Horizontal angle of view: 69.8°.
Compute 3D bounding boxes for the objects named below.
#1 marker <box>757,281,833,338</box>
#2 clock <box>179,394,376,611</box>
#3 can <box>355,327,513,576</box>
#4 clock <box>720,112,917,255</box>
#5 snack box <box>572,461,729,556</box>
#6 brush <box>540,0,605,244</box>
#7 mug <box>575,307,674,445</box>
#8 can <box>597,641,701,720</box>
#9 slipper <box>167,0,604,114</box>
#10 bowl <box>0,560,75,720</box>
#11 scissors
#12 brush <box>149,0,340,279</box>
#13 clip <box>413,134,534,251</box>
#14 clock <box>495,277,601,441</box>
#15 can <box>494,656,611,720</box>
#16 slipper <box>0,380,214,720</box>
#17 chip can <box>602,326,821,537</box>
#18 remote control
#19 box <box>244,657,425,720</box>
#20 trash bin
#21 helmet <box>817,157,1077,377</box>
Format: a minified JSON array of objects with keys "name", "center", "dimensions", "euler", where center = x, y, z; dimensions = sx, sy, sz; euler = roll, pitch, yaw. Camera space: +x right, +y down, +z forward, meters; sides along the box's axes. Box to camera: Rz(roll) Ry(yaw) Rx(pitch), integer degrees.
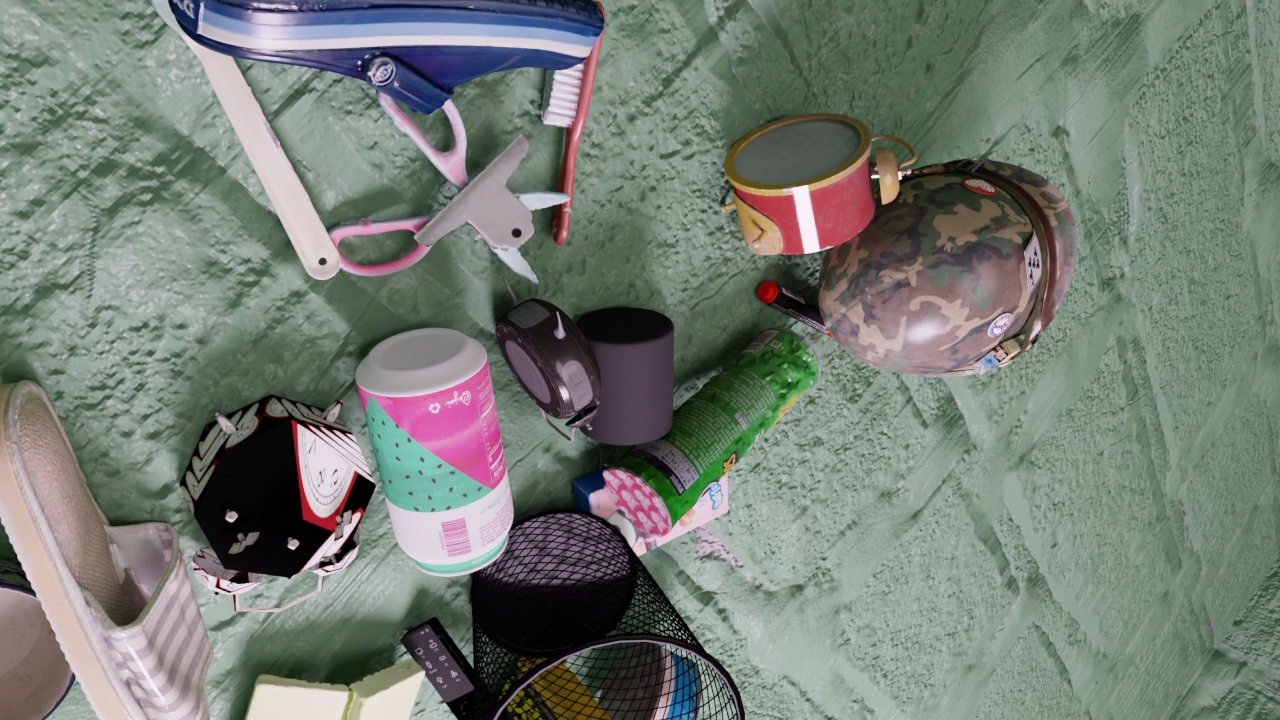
[{"name":"marker","center":[0.163,-0.046,0.885],"dimensions":[0.145,0.021,0.023],"euler":[21,71,-42]},{"name":"clock","center":[-0.238,0.105,0.612],"dimensions":[0.114,0.065,0.155],"euler":[-6,112,-36]},{"name":"can","center":[-0.142,0.065,0.653],"dimensions":[0.088,0.088,0.166],"euler":[-22,122,-29]},{"name":"clock","center":[0.150,-0.145,0.760],"dimensions":[0.159,0.117,0.081],"euler":[-24,128,-4]},{"name":"snack box","center":[0.013,0.124,0.837],"dimensions":[0.153,0.033,0.088],"euler":[-20,120,-30]},{"name":"brush","center":[-0.056,-0.167,0.653],"dimensions":[0.030,0.041,0.172],"euler":[3,111,-21]},{"name":"mug","center":[-0.004,0.004,0.749],"dimensions":[0.113,0.078,0.088],"euler":[-38,134,-54]},{"name":"can","center":[0.002,0.330,0.853],"dimensions":[0.044,0.130,0.130],"euler":[30,90,-14]},{"name":"slipper","center":[-0.142,-0.198,0.536],"dimensions":[0.252,0.105,0.095],"euler":[-14,143,-39]},{"name":"bowl","center":[-0.391,0.163,0.524],"dimensions":[0.115,0.059,0.116],"euler":[-16,119,-32]},{"name":"scissors","center":[-0.128,-0.118,0.615],"dimensions":[0.170,0.014,0.168],"euler":[-11,111,-20]},{"name":"brush","center":[-0.230,-0.142,0.537],"dimensions":[0.033,0.012,0.218],"euler":[-32,124,-21]},{"name":"clip","center":[-0.099,-0.099,0.621],"dimensions":[0.101,0.041,0.054],"euler":[-45,103,-6]},{"name":"clock","center":[-0.064,0.001,0.683],"dimensions":[0.043,0.091,0.123],"euler":[-35,131,-21]},{"name":"can","center":[-0.083,0.336,0.795],"dimensions":[0.101,0.131,0.072],"euler":[-54,132,-2]},{"name":"slipper","center":[-0.310,0.133,0.546],"dimensions":[0.054,0.114,0.273],"euler":[-16,118,-8]},{"name":"chip can","center":[0.068,0.055,0.798],"dimensions":[0.222,0.075,0.075],"euler":[-39,129,-31]},{"name":"remote control","center":[-0.137,0.275,0.740],"dimensions":[0.034,0.013,0.150],"euler":[-32,95,24]},{"name":"box","center":[-0.249,0.321,0.708],"dimensions":[0.140,0.048,0.188],"euler":[11,109,-37]},{"name":"trash bin","center":[-0.045,0.225,0.695],"dimensions":[0.184,0.210,0.184],"euler":[-5,110,-15]},{"name":"helmet","center":[0.276,-0.080,0.827],"dimensions":[0.225,0.192,0.235],"euler":[-30,169,24]}]
